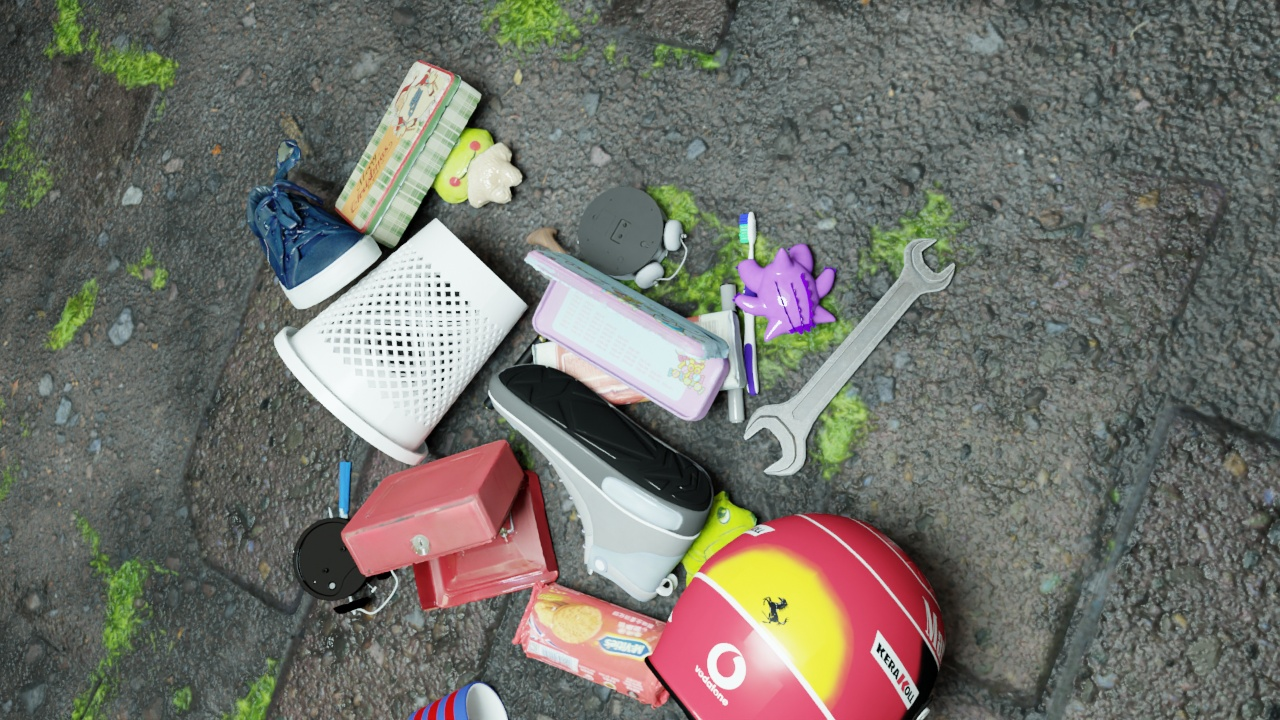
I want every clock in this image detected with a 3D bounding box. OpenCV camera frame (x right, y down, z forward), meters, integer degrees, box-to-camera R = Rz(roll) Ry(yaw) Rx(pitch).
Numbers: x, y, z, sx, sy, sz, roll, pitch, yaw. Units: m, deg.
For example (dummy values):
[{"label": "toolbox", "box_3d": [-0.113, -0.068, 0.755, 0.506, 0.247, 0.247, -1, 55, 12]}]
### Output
[{"label": "clock", "box_3d": [-0.323, 0.226, 1.012, 0.121, 0.042, 0.091, 38, 88, 10]}, {"label": "clock", "box_3d": [-0.007, -0.126, 0.961, 0.123, 0.035, 0.094, 31, 94, 20]}]

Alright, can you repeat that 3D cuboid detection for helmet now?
[{"label": "helmet", "box_3d": [0.137, 0.240, 0.757, 0.224, 0.271, 0.197, -39, 55, -11]}]

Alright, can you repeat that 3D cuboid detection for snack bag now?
[{"label": "snack bag", "box_3d": [-0.006, 0.005, 0.931, 0.226, 0.041, 0.077, -9, 80, 25]}, {"label": "snack bag", "box_3d": [-0.038, 0.276, 0.895, 0.176, 0.082, 0.082, 14, 87, 22]}]

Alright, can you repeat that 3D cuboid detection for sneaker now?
[{"label": "sneaker", "box_3d": [-0.366, -0.147, 0.979, 0.120, 0.127, 0.295, -41, 34, -15]}, {"label": "sneaker", "box_3d": [-0.058, 0.123, 0.905, 0.257, 0.092, 0.161, 32, 121, 19]}]

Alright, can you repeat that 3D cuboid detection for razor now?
[{"label": "razor", "box_3d": [-0.125, -0.005, 0.996, 0.022, 0.043, 0.144, 31, 101, -23]}]

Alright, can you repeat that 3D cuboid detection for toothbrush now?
[{"label": "toothbrush", "box_3d": [0.109, -0.058, 0.919, 0.016, 0.015, 0.186, -3, 82, 24]}]

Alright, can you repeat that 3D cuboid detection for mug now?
[{"label": "mug", "box_3d": [-0.175, 0.392, 0.934, 0.076, 0.074, 0.112, -30, 100, 14]}]

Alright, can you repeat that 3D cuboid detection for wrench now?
[{"label": "wrench", "box_3d": [0.200, -0.003, 0.881, 0.070, 0.010, 0.273, 42, 97, 20]}]

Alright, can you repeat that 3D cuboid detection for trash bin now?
[{"label": "trash bin", "box_3d": [-0.234, -0.031, 0.960, 0.199, 0.195, 0.195, -46, 70, -2]}]

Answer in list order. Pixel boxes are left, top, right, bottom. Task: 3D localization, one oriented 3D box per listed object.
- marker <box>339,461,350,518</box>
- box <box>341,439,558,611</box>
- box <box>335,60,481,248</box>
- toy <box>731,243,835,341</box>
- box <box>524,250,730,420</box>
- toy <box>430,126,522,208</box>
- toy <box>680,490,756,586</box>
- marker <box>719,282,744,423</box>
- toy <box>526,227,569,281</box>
[{"label": "marker", "box_3d": [-0.339, 0.187, 1.050, 0.013, 0.013, 0.141, -4, 81, 19]}, {"label": "box", "box_3d": [-0.195, 0.164, 0.922, 0.157, 0.165, 0.151, -20, 71, 16]}, {"label": "box", "box_3d": [-0.266, -0.235, 1.039, 0.205, 0.050, 0.118, -59, 39, 6]}, {"label": "toy", "box_3d": [0.142, -0.066, 0.885, 0.106, 0.056, 0.088, -17, 86, -4]}, {"label": "box", "box_3d": [-0.024, -0.028, 0.869, 0.214, 0.092, 0.089, 30, 97, 25]}, {"label": "toy", "box_3d": [-0.185, -0.213, 1.033, 0.118, 0.043, 0.092, 31, 92, 24]}, {"label": "toy", "box_3d": [0.073, 0.179, 0.888, 0.094, 0.036, 0.094, -26, 72, 24]}, {"label": "marker", "box_3d": [0.092, -0.008, 0.917, 0.016, 0.016, 0.140, -6, 80, 19]}, {"label": "toy", "box_3d": [-0.079, -0.093, 0.978, 0.102, 0.041, 0.055, 42, 136, 29]}]
